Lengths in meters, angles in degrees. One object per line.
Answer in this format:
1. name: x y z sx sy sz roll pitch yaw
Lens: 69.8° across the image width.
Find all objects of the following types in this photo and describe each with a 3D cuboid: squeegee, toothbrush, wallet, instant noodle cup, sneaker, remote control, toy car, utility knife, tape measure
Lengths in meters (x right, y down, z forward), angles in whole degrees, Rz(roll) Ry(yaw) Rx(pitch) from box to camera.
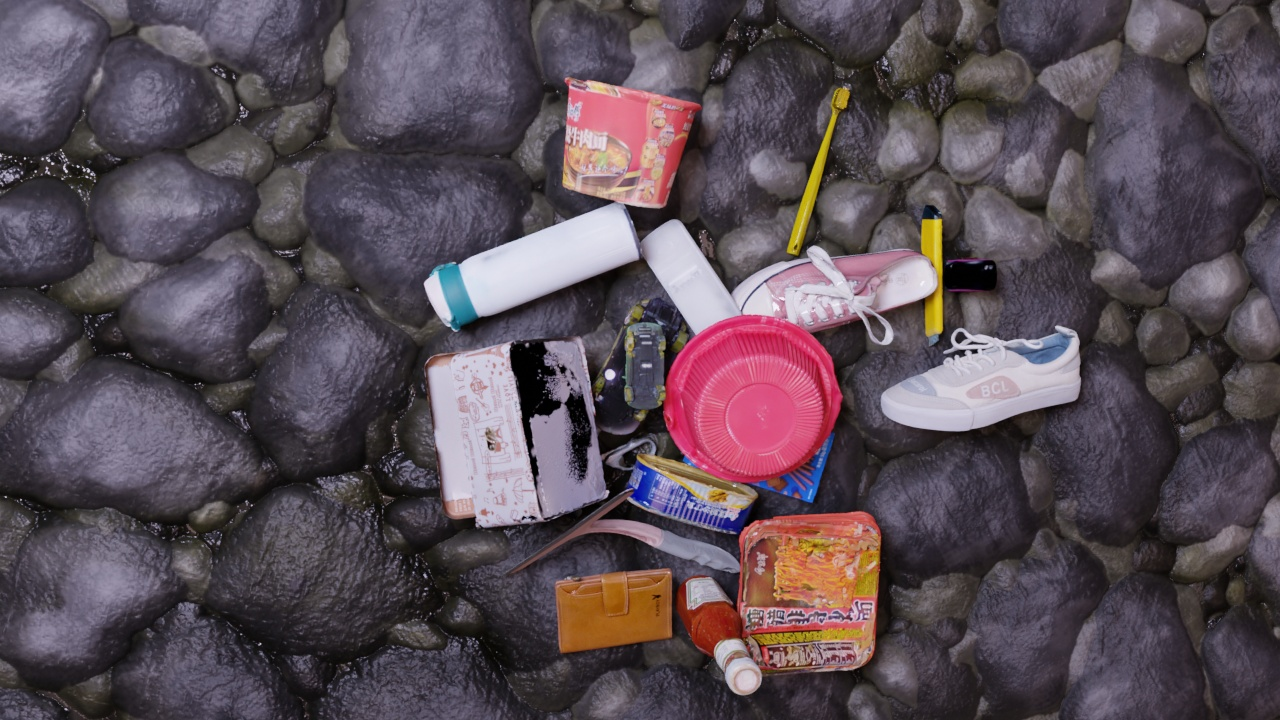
1. squeegee: 0.012 0.201 1.014 0.249 0.248 0.040 18 51 -30
2. toothbrush: 0.197 -0.209 1.017 0.015 0.016 0.190 16 95 -10
3. wallet: -0.030 0.274 1.033 0.130 0.035 0.119 -5 122 -7
4. instant noodle cup: 0.122 0.050 0.971 0.194 0.065 0.194 -1 105 -3
5. sneaker: 0.390 0.014 1.038 0.242 0.089 0.091 -10 115 -11
6. remote control: 0.055 -0.086 0.995 0.056 0.020 0.136 -34 90 20
7. instant noodle cup: -0.015 -0.218 0.931 0.138 0.138 0.109 9 105 -10
8. toy car: 0.004 0.006 0.965 0.043 0.036 0.091 0 90 -12
9. toothbrush: -0.106 0.094 1.017 0.016 0.014 0.189 -25 101 -12
10. utility knife: 0.334 -0.096 1.048 0.015 0.033 0.165 -7 103 -12
11. sneaker: 0.213 -0.071 1.000 0.241 0.088 0.118 -12 99 -2
12. instant noodle cup: 0.185 0.258 1.049 0.164 0.079 0.189 0 100 -10
13. tape measure: 0.373 -0.098 1.038 0.057 0.057 0.039 0 93 11
14. toy car: -0.006 0.006 1.003 0.070 0.042 0.158 30 84 -10

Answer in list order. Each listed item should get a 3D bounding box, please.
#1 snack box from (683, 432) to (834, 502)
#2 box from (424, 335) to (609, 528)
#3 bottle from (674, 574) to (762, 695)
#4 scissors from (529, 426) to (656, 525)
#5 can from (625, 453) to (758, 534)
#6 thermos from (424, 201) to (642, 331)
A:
1. snack box: 0.135 0.099 1.044 0.157 0.026 0.084 18 90 -11
2. box: -0.147 0.072 0.947 0.181 0.153 0.182 -10 88 28
3. bottle: 0.084 0.290 0.975 0.059 0.206 0.060 -1 99 -9
4. scissors: -0.062 0.108 1.017 0.175 0.014 0.159 7 92 -15
5. can: 0.056 0.148 1.016 0.148 0.074 0.049 18 96 -19
6. thermos: -0.114 -0.100 0.963 0.224 0.073 0.073 -21 100 -5
